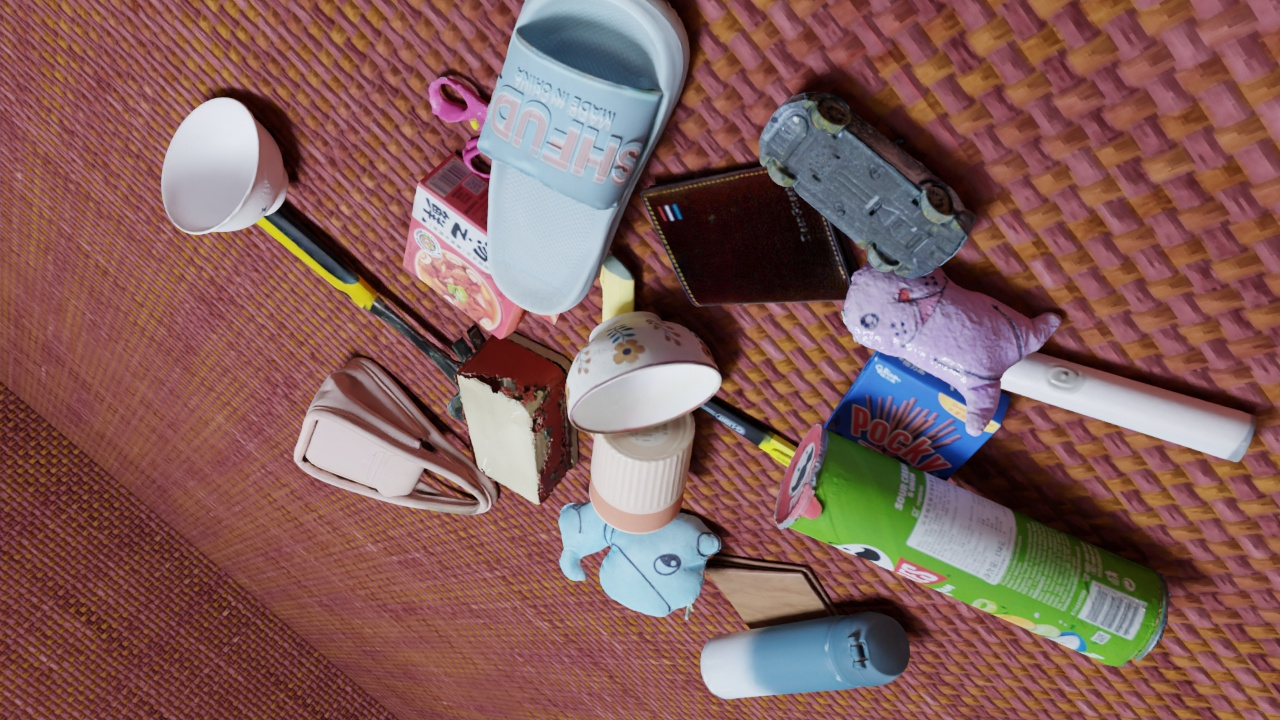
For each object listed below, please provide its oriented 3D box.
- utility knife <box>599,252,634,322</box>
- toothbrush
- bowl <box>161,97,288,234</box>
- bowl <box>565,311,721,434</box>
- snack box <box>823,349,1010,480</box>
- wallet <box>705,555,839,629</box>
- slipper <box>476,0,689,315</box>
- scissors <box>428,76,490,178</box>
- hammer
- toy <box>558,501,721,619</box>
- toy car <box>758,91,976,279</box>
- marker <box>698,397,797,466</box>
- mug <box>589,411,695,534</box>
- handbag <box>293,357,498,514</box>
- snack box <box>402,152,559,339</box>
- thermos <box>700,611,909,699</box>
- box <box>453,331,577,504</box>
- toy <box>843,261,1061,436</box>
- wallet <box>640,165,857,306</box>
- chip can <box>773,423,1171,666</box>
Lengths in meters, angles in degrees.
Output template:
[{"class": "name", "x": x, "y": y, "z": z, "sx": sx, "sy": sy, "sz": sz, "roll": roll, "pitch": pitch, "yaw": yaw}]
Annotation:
[{"class": "utility knife", "x": -0.020, "y": -0.022, "z": 0.711, "sx": 0.031, "sy": 0.018, "sz": 0.173, "roll": 31, "pitch": 145, "yaw": 17}, {"class": "toothbrush", "x": 0.219, "y": 0.007, "z": 0.519, "sx": 0.221, "sy": 0.026, "sz": 0.026, "roll": 20, "pitch": 165, "yaw": 25}, {"class": "bowl", "x": -0.346, "y": -0.158, "z": 0.791, "sx": 0.118, "sy": 0.118, "sz": 0.064, "roll": 17, "pitch": 180, "yaw": 28}, {"class": "bowl", "x": -0.004, "y": 0.004, "z": 0.669, "sx": 0.114, "sy": 0.113, "sz": 0.062, "roll": 121, "pitch": 136, "yaw": -56}, {"class": "snack box", "x": 0.170, "y": 0.053, "z": 0.618, "sx": 0.084, "sy": 0.026, "sz": 0.157, "roll": 30, "pitch": 146, "yaw": 9}, {"class": "wallet", "x": 0.129, "y": 0.226, "z": 0.871, "sx": 0.115, "sy": 0.020, "sz": 0.101, "roll": -7, "pitch": 128, "yaw": 43}, {"class": "slipper", "x": -0.052, "y": -0.117, "z": 0.551, "sx": 0.104, "sy": 0.074, "sz": 0.246, "roll": 31, "pitch": 134, "yaw": 9}, {"class": "scissors", "x": -0.082, "y": -0.150, "z": 0.619, "sx": 0.137, "sy": 0.017, "sz": 0.096, "roll": 16, "pitch": 140, "yaw": 23}, {"class": "hammer", "x": -0.267, "y": -0.070, "z": 0.866, "sx": 0.323, "sy": 0.031, "sz": 0.126, "roll": 40, "pitch": 146, "yaw": -4}, {"class": "toy", "x": -0.004, "y": 0.183, "z": 0.875, "sx": 0.162, "sy": 0.049, "sz": 0.156, "roll": -35, "pitch": 70, "yaw": 17}, {"class": "toy car", "x": 0.118, "y": -0.093, "z": 0.482, "sx": 0.120, "sy": 0.036, "sz": 0.054, "roll": 38, "pitch": 144, "yaw": -1}, {"class": "marker", "x": 0.084, "y": 0.055, "z": 0.709, "sx": 0.124, "sy": 0.015, "sz": 0.018, "roll": 32, "pitch": 143, "yaw": 11}, {"class": "mug", "x": -0.008, "y": 0.071, "z": 0.765, "sx": 0.114, "sy": 0.081, "sz": 0.106, "roll": 50, "pitch": 152, "yaw": 29}, {"class": "handbag", "x": -0.273, "y": 0.112, "z": 1.059, "sx": 0.234, "sy": 0.093, "sz": 0.194, "roll": 32, "pitch": 146, "yaw": -7}, {"class": "snack box", "x": -0.115, "y": -0.078, "z": 0.706, "sx": 0.127, "sy": 0.044, "sz": 0.113, "roll": 36, "pitch": 146, "yaw": 2}, {"class": "thermos", "x": 0.147, "y": 0.274, "z": 0.845, "sx": 0.070, "sy": 0.070, "sz": 0.221, "roll": 46, "pitch": 140, "yaw": -12}, {"class": "box", "x": -0.113, "y": 0.061, "z": 0.839, "sx": 0.091, "sy": 0.079, "sz": 0.169, "roll": 26, "pitch": 145, "yaw": 18}, {"class": "toy", "x": 0.162, "y": -0.017, "z": 0.506, "sx": 0.108, "sy": 0.083, "sz": 0.039, "roll": 33, "pitch": 167, "yaw": 15}, {"class": "wallet", "x": 0.068, "y": -0.075, "z": 0.568, "sx": 0.122, "sy": 0.020, "sz": 0.096, "roll": -1, "pitch": 131, "yaw": 40}, {"class": "chip can", "x": 0.207, "y": 0.118, "z": 0.585, "sx": 0.236, "sy": 0.072, "sz": 0.072, "roll": 23, "pitch": 146, "yaw": 0}]
